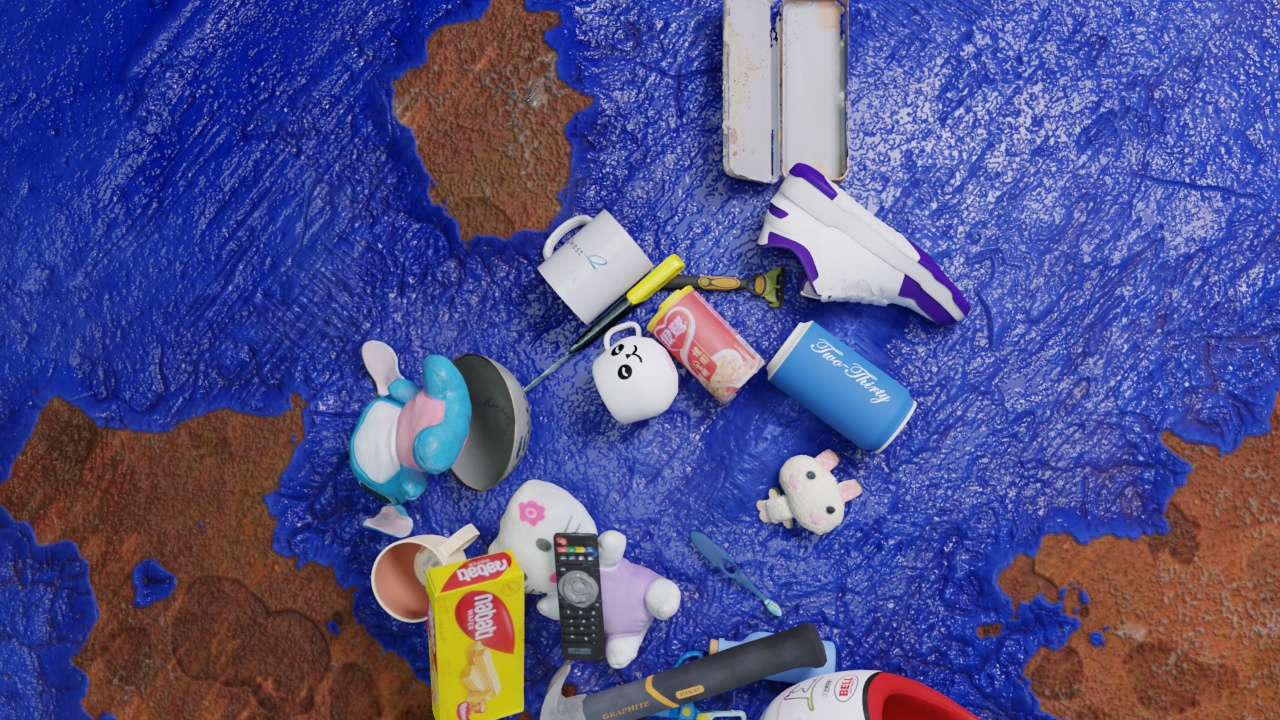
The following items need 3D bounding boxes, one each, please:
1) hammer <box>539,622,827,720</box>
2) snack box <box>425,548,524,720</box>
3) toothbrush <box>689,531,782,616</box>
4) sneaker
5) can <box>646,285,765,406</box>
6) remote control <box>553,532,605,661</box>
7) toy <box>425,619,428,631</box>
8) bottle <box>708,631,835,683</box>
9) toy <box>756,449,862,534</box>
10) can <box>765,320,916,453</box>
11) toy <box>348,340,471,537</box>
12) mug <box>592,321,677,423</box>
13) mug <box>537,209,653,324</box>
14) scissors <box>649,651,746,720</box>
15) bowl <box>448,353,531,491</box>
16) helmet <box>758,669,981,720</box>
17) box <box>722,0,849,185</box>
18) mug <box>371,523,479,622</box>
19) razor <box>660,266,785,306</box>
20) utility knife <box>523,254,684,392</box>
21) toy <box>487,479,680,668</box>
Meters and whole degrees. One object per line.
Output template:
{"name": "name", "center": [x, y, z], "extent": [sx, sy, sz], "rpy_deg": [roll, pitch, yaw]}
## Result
{"name": "hammer", "center": [0.042, 0.344, 0.953], "extent": [0.313, 0.035, 0.139], "rpy_deg": [-21, 103, 11]}
{"name": "snack box", "center": [-0.169, 0.292, 0.947], "extent": [0.092, 0.042, 0.201], "rpy_deg": [-9, 121, -23]}
{"name": "toothbrush", "center": [0.104, 0.233, 1.001], "extent": [0.132, 0.016, 0.021], "rpy_deg": [42, 89, 6]}
{"name": "sneaker", "center": [0.229, -0.095, 0.972], "extent": [0.244, 0.091, 0.111], "rpy_deg": [37, 111, -4]}
{"name": "can", "center": [0.071, -0.017, 0.992], "extent": [0.067, 0.066, 0.124], "rpy_deg": [-44, 84, 1]}
{"name": "remote control", "center": [-0.061, 0.240, 0.934], "extent": [0.045, 0.021, 0.140], "rpy_deg": [-1, 105, 9]}
{"name": "toy", "center": [-0.197, 0.304, 1.012], "extent": [0.102, 0.050, 0.065], "rpy_deg": [35, 95, 11]}
{"name": "bottle", "center": [0.138, 0.315, 0.977], "extent": [0.131, 0.048, 0.048], "rpy_deg": [7, 87, 6]}
{"name": "toy", "center": [0.181, 0.144, 0.985], "extent": [0.112, 0.050, 0.087], "rpy_deg": [-26, 84, -2]}
{"name": "can", "center": [0.210, 0.027, 0.970], "extent": [0.146, 0.079, 0.079], "rpy_deg": [37, 91, 6]}
{"name": "toy", "center": [-0.247, 0.070, 0.980], "extent": [0.192, 0.098, 0.223], "rpy_deg": [-32, 56, 43]}
{"name": "mug", "center": [-0.006, 0.006, 0.996], "extent": [0.076, 0.090, 0.123], "rpy_deg": [-26, 53, 11]}
{"name": "mug", "center": [-0.059, -0.113, 1.010], "extent": [0.096, 0.083, 0.119], "rpy_deg": [-41, 56, 2]}
{"name": "scissors", "center": [0.056, 0.382, 1.001], "extent": [0.130, 0.014, 0.125], "rpy_deg": [19, 88, 9]}
{"name": "bowl", "center": [-0.162, 0.065, 1.001], "extent": [0.151, 0.056, 0.151], "rpy_deg": [5, 98, 43]}
{"name": "helmet", "center": [0.239, 0.444, 0.869], "extent": [0.314, 0.230, 0.237], "rpy_deg": [34, 117, 11]}
{"name": "box", "center": [0.157, -0.301, 1.002], "extent": [0.156, 0.071, 0.216], "rpy_deg": [1, 87, -22]}
{"name": "mug", "center": [-0.220, 0.218, 0.989], "extent": [0.111, 0.104, 0.085], "rpy_deg": [-43, 84, 1]}
{"name": "razor", "center": [0.087, -0.085, 1.019], "extent": [0.144, 0.021, 0.044], "rpy_deg": [3, 87, 8]}
{"name": "utility knife", "center": [-0.045, -0.036, 1.015], "extent": [0.234, 0.028, 0.020], "rpy_deg": [-40, 78, 8]}
{"name": "toy", "center": [-0.063, 0.220, 0.980], "extent": [0.209, 0.085, 0.138], "rpy_deg": [37, 112, 0]}
